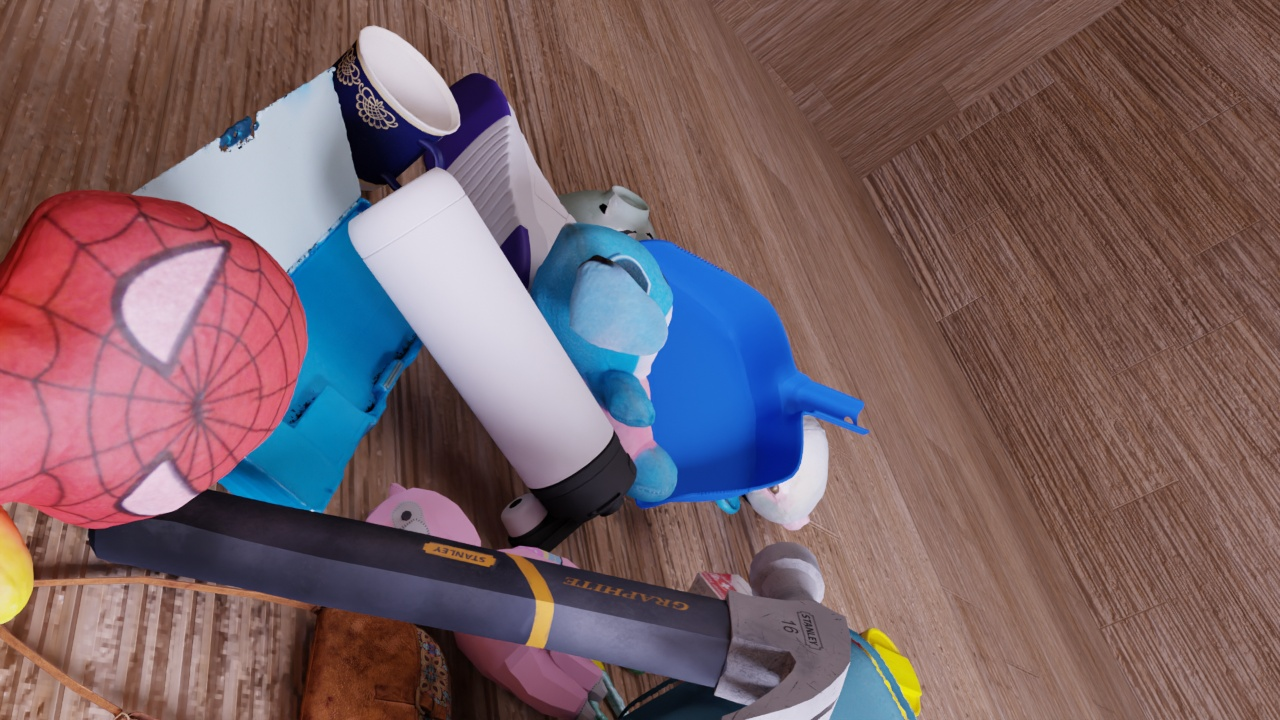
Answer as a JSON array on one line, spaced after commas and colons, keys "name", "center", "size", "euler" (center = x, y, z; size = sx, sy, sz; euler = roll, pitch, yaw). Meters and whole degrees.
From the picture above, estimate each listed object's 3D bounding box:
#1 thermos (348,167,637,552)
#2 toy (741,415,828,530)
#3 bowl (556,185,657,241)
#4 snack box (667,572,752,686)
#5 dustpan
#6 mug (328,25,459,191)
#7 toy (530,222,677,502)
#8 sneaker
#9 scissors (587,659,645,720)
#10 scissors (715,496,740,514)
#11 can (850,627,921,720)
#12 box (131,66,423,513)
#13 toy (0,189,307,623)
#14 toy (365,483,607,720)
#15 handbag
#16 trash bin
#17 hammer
[{"name": "thermos", "center": [-0.094, 0.009, 0.545], "size": [0.230, 0.101, 0.068], "euler": [58, 3, -15]}, {"name": "toy", "center": [0.141, 0.107, 0.927], "size": [0.180, 0.101, 0.138], "euler": [64, 10, -57]}, {"name": "bowl", "center": [-0.025, -0.125, 0.861], "size": [0.174, 0.068, 0.174], "euler": [26, 27, -14]}, {"name": "snack box", "center": [0.098, 0.235, 0.546], "size": [0.044, 0.077, 0.273], "euler": [14, 17, -33]}, {"name": "dustpan", "center": [0.104, 0.031, 0.813], "size": [0.257, 0.060, 0.245], "euler": [20, 53, -36]}, {"name": "mug", "center": [-0.181, -0.155, 0.631], "size": [0.112, 0.089, 0.085], "euler": [61, 24, 10]}, {"name": "toy", "center": [-0.023, -0.007, 0.656], "size": [0.224, 0.099, 0.191], "euler": [-114, -165, -72]}, {"name": "sneaker", "center": [-0.102, -0.129, 0.760], "size": [0.111, 0.092, 0.244], "euler": [27, 41, -51]}, {"name": "scissors", "center": [-0.039, 0.180, 0.578], "size": [0.131, 0.012, 0.108], "euler": [42, 27, -29]}, {"name": "scissors", "center": [0.042, 0.091, 0.854], "size": [0.135, 0.016, 0.083], "euler": [32, 30, -32]}, {"name": "can", "center": [0.140, 0.255, 0.685], "size": [0.066, 0.125, 0.066], "euler": [43, 25, -26]}, {"name": "box", "center": [-0.193, -0.043, 0.506], "size": [0.243, 0.060, 0.175], "euler": [-79, 148, -59]}, {"name": "toy", "center": [-0.210, 0.007, 0.296], "size": [0.099, 0.148, 0.215], "euler": [38, 31, 23]}, {"name": "toy", "center": [-0.076, 0.125, 0.494], "size": [0.157, 0.067, 0.123], "euler": [34, -7, 6]}, {"name": "handbag", "center": [-0.160, 0.126, 0.381], "size": [0.195, 0.043, 0.093], "euler": [36, 29, -33]}, {"name": "trash bin", "center": [0.014, 0.245, 0.391], "size": [0.218, 0.197, 0.199], "euler": [4, 55, -53]}, {"name": "hammer", "center": [-0.065, 0.094, 0.388], "size": [0.312, 0.035, 0.139], "euler": [13, 18, -3]}]
